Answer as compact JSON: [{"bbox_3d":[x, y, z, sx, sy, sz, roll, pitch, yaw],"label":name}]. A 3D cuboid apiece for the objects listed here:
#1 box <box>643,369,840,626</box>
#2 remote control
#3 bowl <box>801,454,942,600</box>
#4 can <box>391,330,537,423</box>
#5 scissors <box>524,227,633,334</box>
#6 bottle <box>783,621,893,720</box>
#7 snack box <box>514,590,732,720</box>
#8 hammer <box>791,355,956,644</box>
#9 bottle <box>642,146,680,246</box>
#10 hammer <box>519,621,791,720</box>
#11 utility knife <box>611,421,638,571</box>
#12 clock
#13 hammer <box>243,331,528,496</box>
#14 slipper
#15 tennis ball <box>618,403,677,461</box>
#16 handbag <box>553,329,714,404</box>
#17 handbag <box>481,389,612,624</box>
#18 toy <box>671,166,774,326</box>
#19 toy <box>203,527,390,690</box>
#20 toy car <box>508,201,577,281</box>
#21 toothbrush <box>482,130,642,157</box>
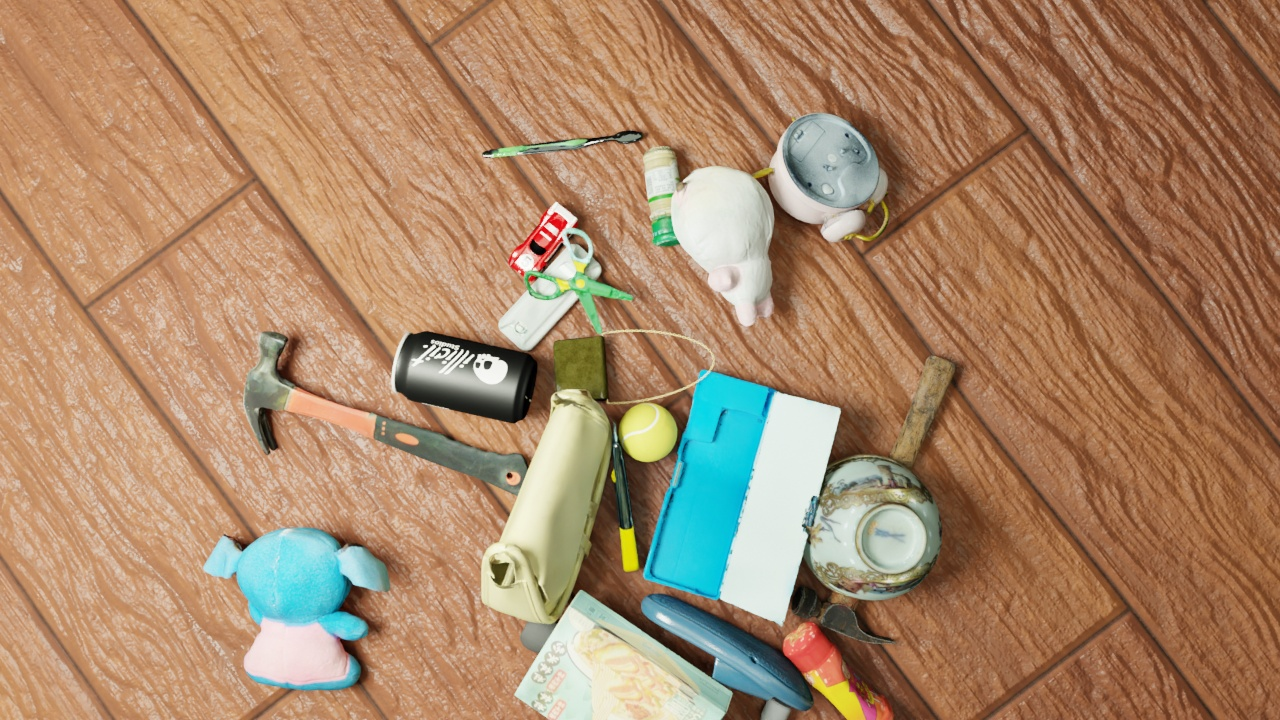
[{"bbox_3d":[0.114,0.148,1.018,0.176,0.059,0.243,15,88,23],"label":"box"},{"bbox_3d":[-0.104,-0.072,1.049,0.050,0.022,0.133,42,89,2],"label":"remote control"},{"bbox_3d":[0.250,0.181,0.969,0.160,0.094,0.160,0,87,-3],"label":"bowl"},{"bbox_3d":[-0.193,0.018,1.018,0.146,0.080,0.080,12,88,1],"label":"can"},{"bbox_3d":[-0.066,-0.094,1.032,0.127,0.011,0.123,14,89,0],"label":"scissors"},{"bbox_3d":[0.214,0.348,1.004,0.048,0.071,0.134,-43,90,10],"label":"bottle"},{"bbox_3d":[-0.020,0.355,0.979,0.193,0.044,0.142,32,114,5],"label":"snack box"},{"bbox_3d":[0.288,0.154,1.035,0.120,0.033,0.330,23,88,-3],"label":"hammer"},{"bbox_3d":[0.027,-0.186,1.043,0.042,0.042,0.110,-8,86,0],"label":"bottle"},{"bbox_3d":[0.006,0.375,1.030,0.311,0.029,0.125,27,88,2],"label":"hammer"},{"bbox_3d":[-0.020,0.152,1.015,0.020,0.028,0.175,-7,104,-4],"label":"utility knife"},{"bbox_3d":[0.213,-0.197,1.016,0.158,0.059,0.116,38,64,-3],"label":"clock"},{"bbox_3d":[-0.283,0.081,1.035,0.333,0.033,0.133,19,100,-2],"label":"hammer"},{"bbox_3d":[0.091,0.322,0.995,0.214,0.104,0.059,29,89,6],"label":"slipper"},{"bbox_3d":[0.008,0.080,1.021,0.065,0.065,0.065,0,88,1],"label":"tennis ball"},{"bbox_3d":[-0.007,0.006,1.035,0.178,0.027,0.084,-6,81,6],"label":"handbag"},{"bbox_3d":[-0.092,0.156,0.971,0.088,0.191,0.232,18,70,7],"label":"handbag"},{"bbox_3d":[0.102,-0.127,1.002,0.102,0.138,0.179,-12,101,34],"label":"toy"},{"bbox_3d":[-0.388,0.272,1.012,0.224,0.098,0.191,4,99,8],"label":"toy"},{"bbox_3d":[-0.112,-0.135,1.050,0.038,0.025,0.089,39,89,2],"label":"toy car"},{"bbox_3d":[-0.090,-0.248,1.062,0.188,0.017,0.014,-6,84,4],"label":"toothbrush"}]
